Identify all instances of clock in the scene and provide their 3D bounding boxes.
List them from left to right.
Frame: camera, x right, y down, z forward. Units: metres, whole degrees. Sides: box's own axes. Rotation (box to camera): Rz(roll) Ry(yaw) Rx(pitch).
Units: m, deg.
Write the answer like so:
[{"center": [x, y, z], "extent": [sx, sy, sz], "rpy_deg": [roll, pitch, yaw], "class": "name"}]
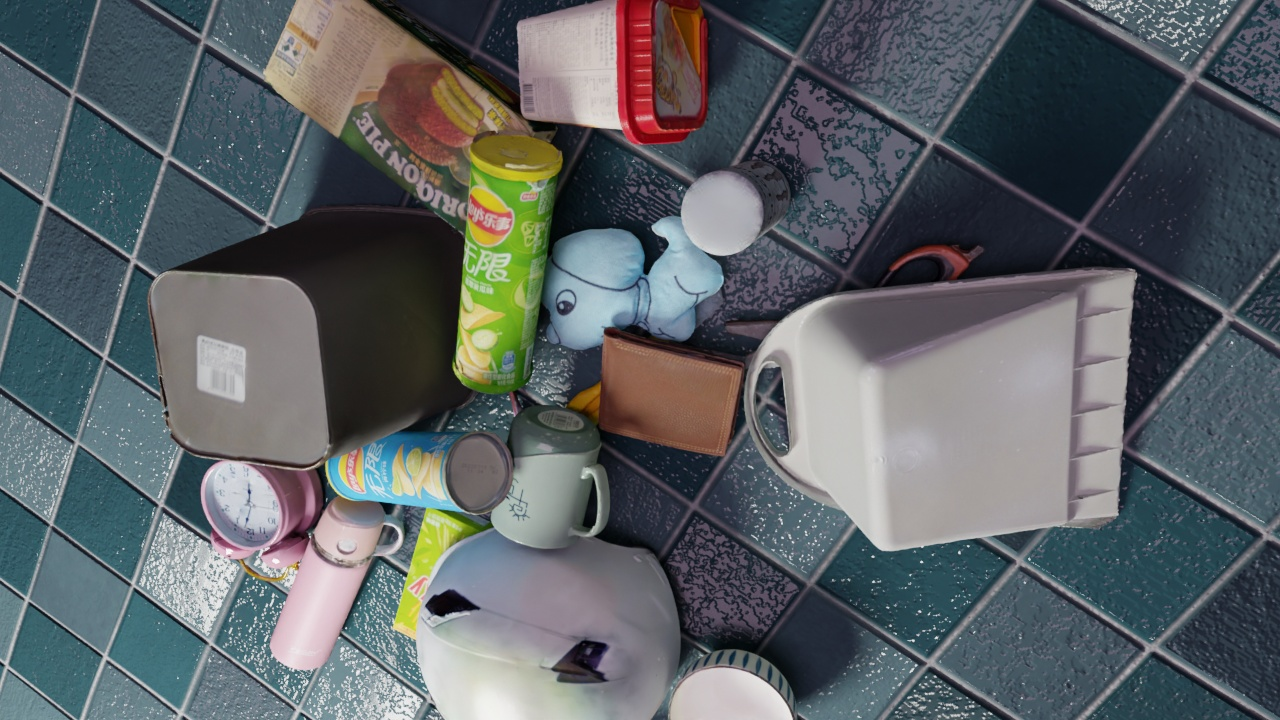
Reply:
[{"center": [-0.397, 0.158, 0.960], "extent": [0.117, 0.059, 0.159], "rpy_deg": [8, 109, 16], "class": "clock"}]

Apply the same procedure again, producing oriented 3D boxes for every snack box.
[{"center": [-0.199, -0.222, 0.791], "extent": [0.240, 0.063, 0.115], "rpy_deg": [37, 112, 5], "class": "snack box"}, {"center": [-0.193, 0.225, 0.932], "extent": [0.086, 0.026, 0.157], "rpy_deg": [24, 111, 10], "class": "snack box"}]

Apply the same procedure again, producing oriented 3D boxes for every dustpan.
[{"center": [0.226, 0.035, 0.735], "extent": [0.257, 0.142, 0.223], "rpy_deg": [-14, 115, -8], "class": "dustpan"}]

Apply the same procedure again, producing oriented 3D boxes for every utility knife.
[{"center": [-0.005, 0.005, 0.817], "extent": [0.219, 0.015, 0.033], "rpy_deg": [-43, 90, 23], "class": "utility knife"}]

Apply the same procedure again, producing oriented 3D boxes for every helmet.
[{"center": [-0.098, 0.273, 0.835], "extent": [0.259, 0.145, 0.229], "rpy_deg": [10, 110, 7], "class": "helmet"}]

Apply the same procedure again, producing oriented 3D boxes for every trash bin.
[{"center": [-0.274, -0.021, 0.787], "extent": [0.199, 0.219, 0.199], "rpy_deg": [5, 108, 17], "class": "trash bin"}]

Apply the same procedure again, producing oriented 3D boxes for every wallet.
[{"center": [0.025, 0.026, 0.786], "extent": [0.124, 0.032, 0.101], "rpy_deg": [12, 128, 9], "class": "wallet"}]

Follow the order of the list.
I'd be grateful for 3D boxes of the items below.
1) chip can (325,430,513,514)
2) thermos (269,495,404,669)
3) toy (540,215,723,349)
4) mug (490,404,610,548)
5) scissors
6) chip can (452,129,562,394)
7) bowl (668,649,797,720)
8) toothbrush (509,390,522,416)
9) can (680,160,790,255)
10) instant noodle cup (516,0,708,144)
[{"center": [-0.205, 0.097, 0.830], "extent": [0.211, 0.071, 0.071], "rpy_deg": [-5, 105, 46], "class": "chip can"}, {"center": [-0.315, 0.230, 0.957], "extent": [0.087, 0.067, 0.199], "rpy_deg": [20, 111, -22], "class": "thermos"}, {"center": [-0.021, -0.064, 0.784], "extent": [0.156, 0.049, 0.162], "rpy_deg": [33, 114, 8], "class": "toy"}, {"center": [-0.072, 0.105, 0.809], "extent": [0.112, 0.082, 0.106], "rpy_deg": [24, 109, 30], "class": "mug"}, {"center": [0.179, -0.033, 0.735], "extent": [0.197, 0.015, 0.214], "rpy_deg": [34, 113, 3], "class": "scissors"}, {"center": [-0.114, -0.073, 0.761], "extent": [0.072, 0.072, 0.222], "rpy_deg": [20, 124, 11], "class": "chip can"}, {"center": [0.089, 0.316, 0.847], "extent": [0.116, 0.066, 0.116], "rpy_deg": [4, 106, 15], "class": "bowl"}, {"center": [-0.115, 0.067, 0.870], "extent": [0.017, 0.016, 0.187], "rpy_deg": [-11, 101, 28], "class": "toothbrush"}, {"center": [0.075, -0.117, 0.688], "extent": [0.058, 0.146, 0.058], "rpy_deg": [5, 106, 16], "class": "can"}, {"center": [-0.023, -0.228, 0.714], "extent": [0.124, 0.116, 0.117], "rpy_deg": [7, 106, 27], "class": "instant noodle cup"}]
